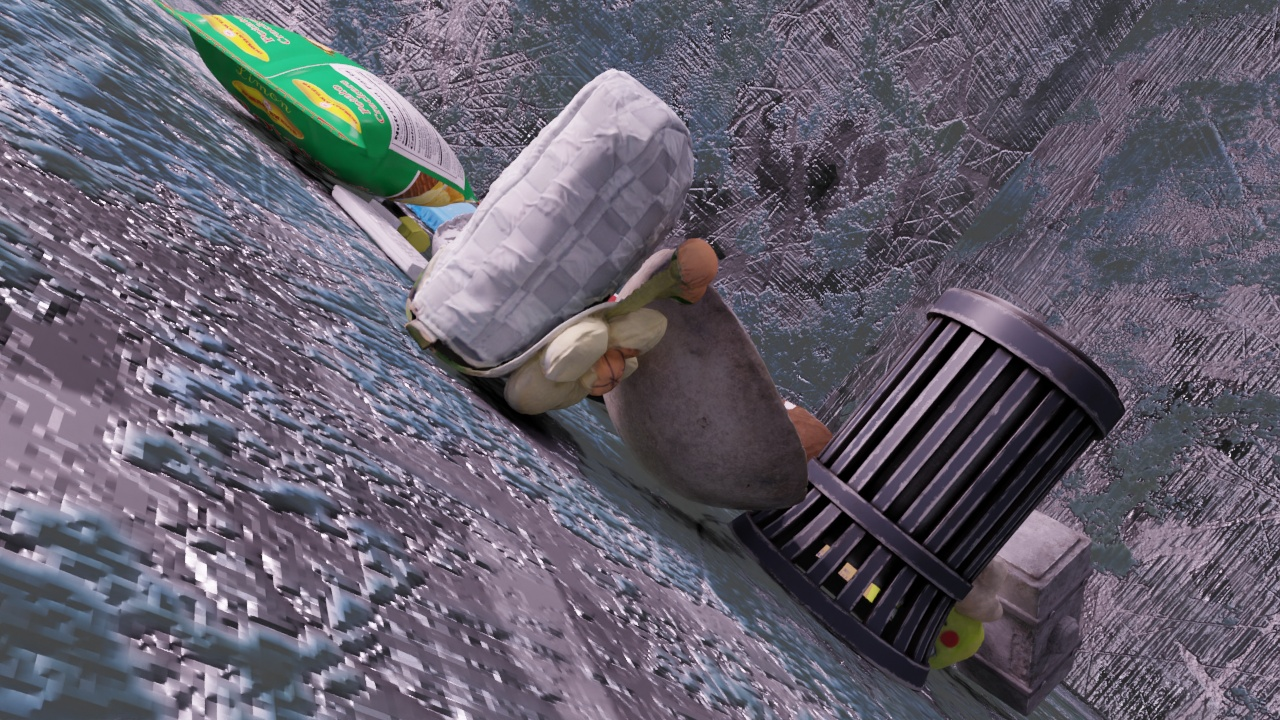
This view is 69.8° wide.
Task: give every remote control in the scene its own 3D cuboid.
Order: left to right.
[{"bbox_3d":[-0.180,-0.088,0.647,0.131,0.012,0.033,41,6,38],"label":"remote control"}]

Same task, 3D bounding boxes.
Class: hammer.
[{"bbox_3d":[0.258,0.175,0.877,0.326,0.079,0.177,30,-38,45],"label":"hammer"}]

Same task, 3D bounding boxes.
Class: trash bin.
[{"bbox_3d":[0.196,0.078,0.625,0.164,0.227,0.164,39,3,-3],"label":"trash bin"}]

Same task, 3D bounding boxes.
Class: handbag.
[{"bbox_3d":[-0.026,-0.055,0.480,0.123,0.171,0.112,39,3,12],"label":"handbag"}]

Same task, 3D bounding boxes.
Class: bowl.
[{"bbox_3d":[0.022,0.025,0.572,0.178,0.081,0.179,59,-11,19],"label":"bowl"},{"bbox_3d":[0.137,0.089,0.859,0.118,0.030,0.118,33,-33,24],"label":"bowl"}]

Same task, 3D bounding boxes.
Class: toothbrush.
[{"bbox_3d":[-0.156,-0.072,0.692,0.166,0.014,0.016,41,4,21],"label":"toothbrush"}]

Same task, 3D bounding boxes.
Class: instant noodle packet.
[{"bbox_3d":[-0.251,-0.204,0.773,0.195,0.090,0.252,36,7,12],"label":"instant noodle packet"}]

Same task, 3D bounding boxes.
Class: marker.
[{"bbox_3d":[-0.202,-0.117,0.774,0.021,0.017,0.124,37,2,-34],"label":"marker"}]

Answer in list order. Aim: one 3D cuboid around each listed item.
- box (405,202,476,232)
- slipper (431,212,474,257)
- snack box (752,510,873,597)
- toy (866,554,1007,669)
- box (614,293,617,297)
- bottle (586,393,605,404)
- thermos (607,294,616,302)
[{"bbox_3d":[-0.180,-0.122,1.000,0.093,0.052,0.231,13,21,-44],"label":"box"},{"bbox_3d":[-0.108,-0.094,0.828,0.112,0.074,0.246,6,9,18],"label":"slipper"},{"bbox_3d":[0.182,0.167,0.783,0.207,0.057,0.056,39,0,15],"label":"snack box"},{"bbox_3d":[0.228,0.180,0.701,0.092,0.115,0.046,43,34,20],"label":"toy"},{"bbox_3d":[0.000,-0.035,0.909,0.106,0.149,0.081,37,-36,-6],"label":"box"},{"bbox_3d":[0.033,0.027,0.744,0.181,0.059,0.059,23,12,-37],"label":"bottle"},{"bbox_3d":[-0.005,0.005,0.795,0.240,0.073,0.073,37,3,-35],"label":"thermos"}]
